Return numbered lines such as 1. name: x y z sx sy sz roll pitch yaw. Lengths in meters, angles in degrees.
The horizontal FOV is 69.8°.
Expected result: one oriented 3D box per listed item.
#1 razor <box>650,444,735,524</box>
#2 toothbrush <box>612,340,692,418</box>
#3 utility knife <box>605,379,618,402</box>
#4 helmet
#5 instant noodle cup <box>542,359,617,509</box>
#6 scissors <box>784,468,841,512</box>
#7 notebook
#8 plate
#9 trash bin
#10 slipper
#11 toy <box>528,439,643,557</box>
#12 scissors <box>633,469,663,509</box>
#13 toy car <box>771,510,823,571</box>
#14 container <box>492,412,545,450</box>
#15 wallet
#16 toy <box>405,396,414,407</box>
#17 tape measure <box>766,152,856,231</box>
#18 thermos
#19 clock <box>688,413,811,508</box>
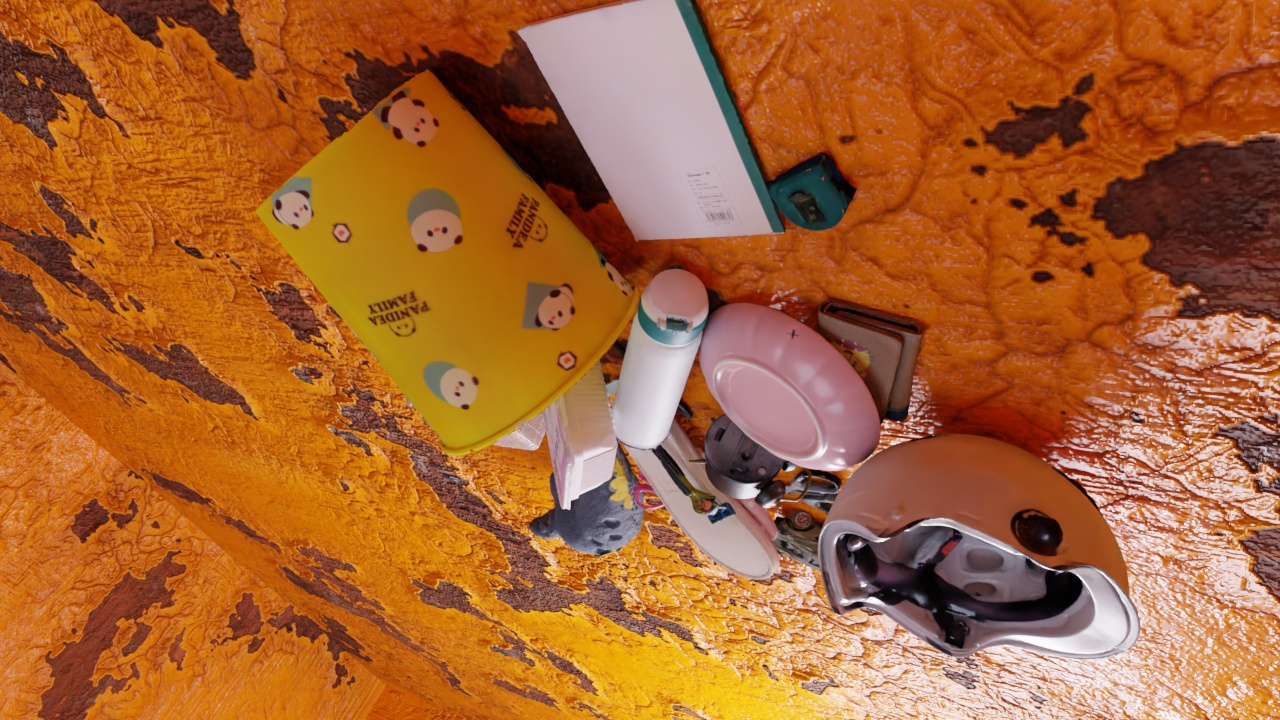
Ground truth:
1. razor: 0.042 0.124 0.996 0.142 0.022 0.043 49 138 -4
2. toothbrush: -0.006 0.006 0.965 0.181 0.018 0.016 43 138 -22
3. utility knife: -0.067 0.053 1.076 0.034 0.018 0.203 29 150 -21
4. helmet: 0.292 0.152 0.802 0.259 0.145 0.229 12 146 12
5. instant noodle cup: -0.068 0.053 0.964 0.060 0.173 0.138 -9 149 -13
6. scissors: 0.161 0.150 1.029 0.142 0.014 0.174 33 148 -1
7. notebook: 0.013 -0.175 0.702 0.151 0.012 0.209 3 139 36
8. plate: 0.124 0.034 0.832 0.192 0.039 0.193 35 153 21
9. trash bin: -0.167 -0.087 0.788 0.230 0.228 0.255 -16 121 49
10. slipper: 0.068 0.139 1.048 0.274 0.054 0.114 51 141 -10
11. toy: -0.064 0.188 1.196 0.138 0.091 0.357 43 146 4
12. scissors: 0.057 0.168 1.106 0.135 0.064 0.017 22 160 -1
13. toy car: 0.221 0.220 1.053 0.158 0.042 0.070 18 146 15
14. container: -0.164 0.045 1.070 0.090 0.090 0.111 3 150 37
15. wallet: 0.191 0.003 0.786 0.090 0.033 0.115 19 143 21
16. toy: -0.230 -0.018 1.003 0.105 0.066 0.157 32 120 41
17. tape measure: 0.126 -0.120 0.673 0.054 0.025 0.058 45 146 -20
18. thermos: 0.016 0.000 0.879 0.073 0.073 0.225 26 145 8
19. clock: 0.116 0.103 0.937 0.122 0.081 0.055 24 152 12
